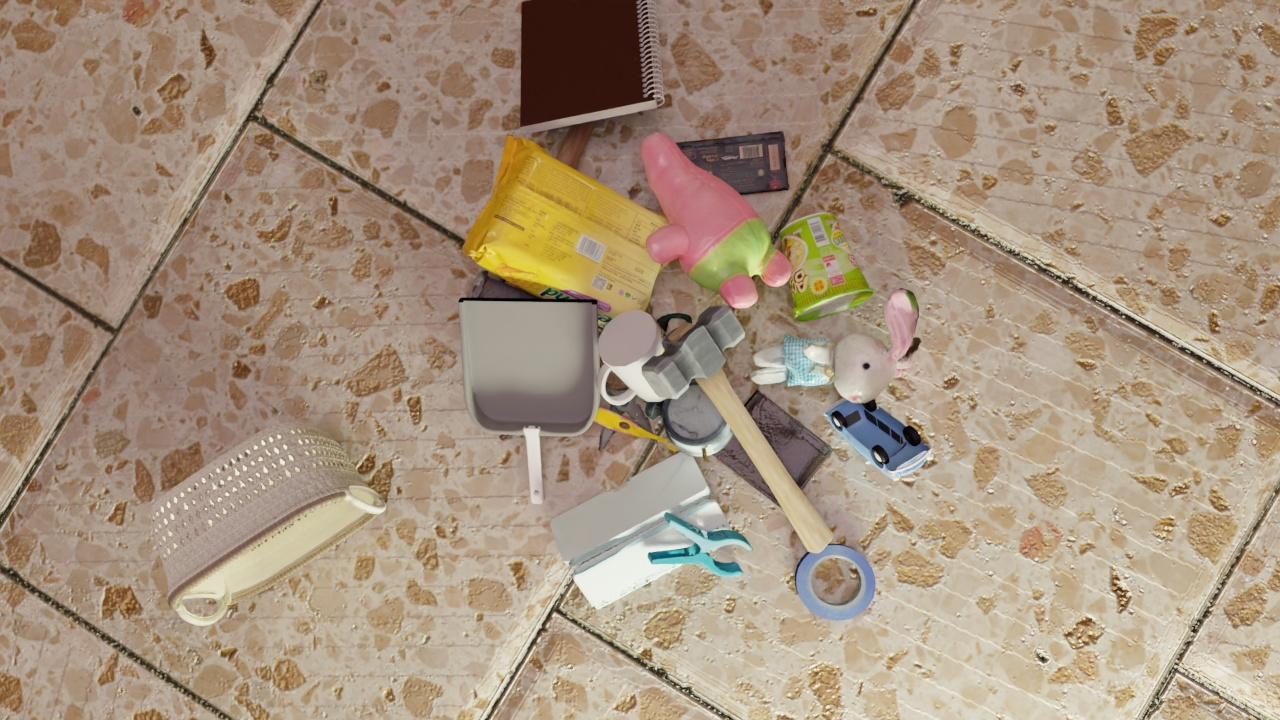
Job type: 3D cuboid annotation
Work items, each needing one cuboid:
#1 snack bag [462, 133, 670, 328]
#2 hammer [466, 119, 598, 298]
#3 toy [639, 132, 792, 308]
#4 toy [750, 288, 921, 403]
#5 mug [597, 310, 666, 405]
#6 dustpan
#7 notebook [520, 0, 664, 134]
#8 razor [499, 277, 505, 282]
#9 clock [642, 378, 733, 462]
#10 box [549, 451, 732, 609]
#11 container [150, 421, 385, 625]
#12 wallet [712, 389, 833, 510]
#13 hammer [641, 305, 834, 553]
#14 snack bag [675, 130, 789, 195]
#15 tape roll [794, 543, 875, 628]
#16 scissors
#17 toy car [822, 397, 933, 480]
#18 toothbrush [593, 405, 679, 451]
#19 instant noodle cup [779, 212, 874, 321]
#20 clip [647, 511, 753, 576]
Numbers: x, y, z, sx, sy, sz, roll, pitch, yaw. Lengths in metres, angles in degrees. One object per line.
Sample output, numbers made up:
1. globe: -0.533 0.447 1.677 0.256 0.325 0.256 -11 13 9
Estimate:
1. snack bag: -0.076 -0.144 1.084 0.247 0.068 0.159 26 81 -15
2. hammer: -0.118 -0.182 1.133 0.098 0.052 0.328 23 81 -14
3. toy: 0.072 -0.164 1.067 0.236 0.191 0.097 54 135 6
4. toy: 0.229 0.003 1.069 0.205 0.131 0.105 -10 50 12
5. mug: -0.006 0.006 1.072 0.105 0.089 0.073 -44 49 0
6. dustpan: -0.129 0.053 1.100 0.163 0.033 0.258 1 113 7
7. notebook: -0.061 -0.374 1.110 0.172 0.022 0.208 -9 62 10
8. razor: -0.175 -0.041 1.149 0.042 0.022 0.144 7 82 -18
9. clock: 0.060 0.058 1.104 0.090 0.052 0.129 -42 68 -3
10. box: 0.001 0.205 1.117 0.197 0.075 0.125 -28 104 2
11. container: -0.440 0.184 1.077 0.246 0.184 0.143 -33 75 0
12. wallet: 0.158 0.109 1.116 0.120 0.031 0.099 39 93 4
13. hammer: 0.130 0.093 1.054 0.117 0.051 0.323 -41 109 -20
14. snack bag: 0.106 -0.242 1.143 0.155 0.018 0.074 -5 87 4
15. tape roll: 0.235 0.267 1.108 0.093 0.016 0.091 -26 85 1
16. scissors: -0.038 0.008 1.136 0.204 0.015 0.201 26 89 -2
17. toy car: 0.274 0.089 1.062 0.056 0.153 0.055 -30 122 -8
18. toothbrush: -0.012 0.083 1.124 0.135 0.016 0.021 23 104 -4
19. instant noodle cup: 0.216 -0.114 1.097 0.099 0.099 0.108 -16 78 2
20. clip: 0.079 0.209 1.089 0.126 0.028 0.113 26 106 -21
